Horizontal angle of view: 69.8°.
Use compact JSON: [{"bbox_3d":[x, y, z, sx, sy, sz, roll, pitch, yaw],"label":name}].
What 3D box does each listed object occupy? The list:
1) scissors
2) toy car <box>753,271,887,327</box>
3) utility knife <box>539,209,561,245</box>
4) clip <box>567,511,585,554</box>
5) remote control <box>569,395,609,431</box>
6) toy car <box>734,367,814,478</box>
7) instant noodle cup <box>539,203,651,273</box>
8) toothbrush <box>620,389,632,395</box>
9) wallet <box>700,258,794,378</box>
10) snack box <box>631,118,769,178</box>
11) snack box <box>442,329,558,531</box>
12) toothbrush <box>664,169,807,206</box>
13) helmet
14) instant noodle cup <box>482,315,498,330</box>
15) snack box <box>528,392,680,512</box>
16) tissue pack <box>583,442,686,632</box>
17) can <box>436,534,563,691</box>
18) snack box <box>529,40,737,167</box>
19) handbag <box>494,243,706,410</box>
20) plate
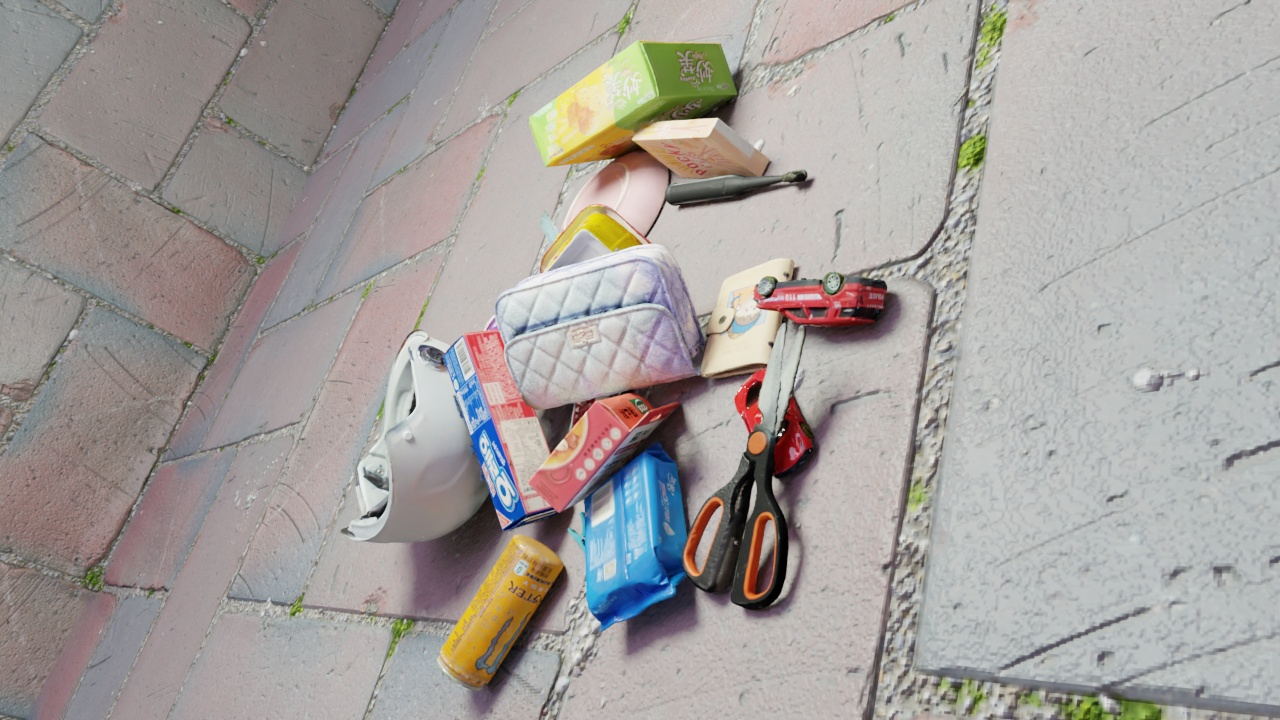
[{"bbox_3d":[0.104,0.084,0.717,0.234,0.021,0.162,-59,40,12],"label":"scissors"},{"bbox_3d":[0.149,-0.051,0.778,0.121,0.052,0.045,5,91,50],"label":"toy car"},{"bbox_3d":[-0.085,-0.120,1.136,0.033,0.015,0.206,-43,52,17],"label":"utility knife"},{"bbox_3d":[-0.053,0.170,0.891,0.040,0.014,0.056,-54,33,5],"label":"clip"},{"bbox_3d":[-0.055,0.053,0.981,0.056,0.020,0.135,-39,34,45],"label":"remote control"},{"bbox_3d":[0.110,0.051,0.764,0.049,0.031,0.106,-44,36,22],"label":"toy car"},{"bbox_3d":[-0.048,-0.097,0.996,0.116,0.116,0.123,-48,4,13],"label":"instant noodle cup"},{"bbox_3d":[-0.006,0.006,0.971,0.016,0.018,0.180,3,66,45],"label":"toothbrush"},{"bbox_3d":[0.099,-0.038,0.864,0.087,0.024,0.115,-10,55,43],"label":"wallet"},{"bbox_3d":[0.064,-0.235,1.024,0.157,0.084,0.026,18,80,57],"label":"snack box"},{"bbox_3d":[-0.143,0.072,0.959,0.057,0.058,0.207,-38,68,44],"label":"snack box"},{"bbox_3d":[0.099,-0.188,0.989,0.213,0.027,0.026,6,104,55],"label":"toothbrush"},{"bbox_3d":[-0.235,0.095,1.066,0.230,0.145,0.258,-58,23,30],"label":"helmet"},{"bbox_3d":[-0.115,-0.013,1.031,0.099,0.111,0.111,-10,54,60],"label":"instant noodle cup"},{"bbox_3d":[-0.032,0.074,0.858,0.127,0.044,0.113,-49,-11,12],"label":"snack box"},{"bbox_3d":[-0.004,0.154,0.802,0.095,0.052,0.156,-39,36,29],"label":"tissue pack"},{"bbox_3d":[-0.136,0.244,0.894,0.146,0.058,0.058,-57,32,-1],"label":"can"},{"bbox_3d":[-0.011,-0.311,1.121,0.211,0.157,0.070,-18,91,44],"label":"snack box"},{"bbox_3d":[-0.044,-0.029,0.901,0.194,0.134,0.075,-14,17,24],"label":"handbag"},{"bbox_3d":[-0.044,-0.192,1.172,0.193,0.039,0.192,-34,39,32],"label":"plate"}]
